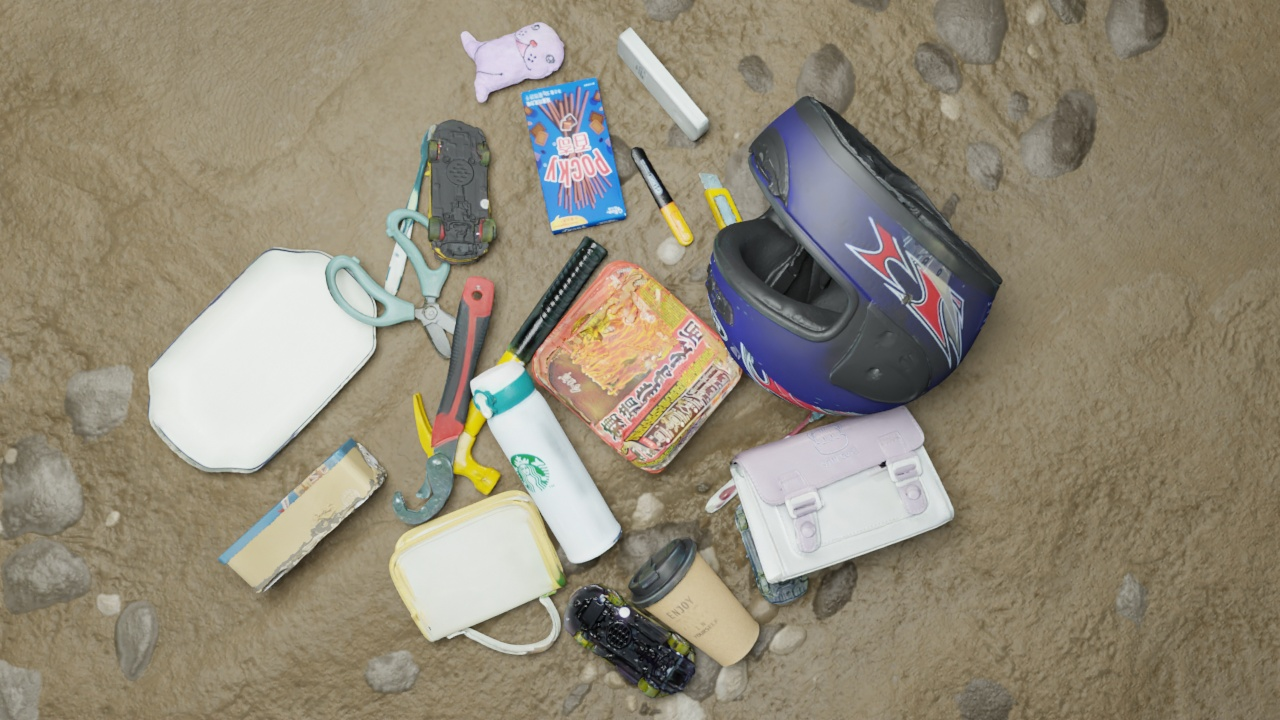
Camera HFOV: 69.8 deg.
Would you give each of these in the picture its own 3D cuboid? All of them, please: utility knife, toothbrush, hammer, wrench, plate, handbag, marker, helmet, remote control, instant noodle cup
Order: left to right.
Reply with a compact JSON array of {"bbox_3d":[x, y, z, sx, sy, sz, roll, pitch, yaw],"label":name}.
[{"bbox_3d":[-0.402,0.000,0.987,0.162,0.034,0.265,43,88,-3],"label":"plate"},{"bbox_3d":[-0.252,-0.160,1.006,0.016,0.018,0.191,15,92,-9],"label":"toothbrush"},{"bbox_3d":[-0.202,0.044,0.975,0.056,0.016,0.273,17,90,-4],"label":"wrench"},{"bbox_3d":[-0.164,0.244,0.992,0.163,0.063,0.179,-23,100,-3],"label":"handbag"},{"bbox_3d":[-0.135,-0.007,1.003,0.129,0.033,0.300,36,88,-4],"label":"hammer"},{"bbox_3d":[-0.006,0.006,0.987,0.189,0.079,0.164,42,88,-4],"label":"instant noodle cup"},{"bbox_3d":[0.023,-0.183,1.020,0.018,0.015,0.124,-30,90,-7],"label":"marker"},{"bbox_3d":[0.025,-0.299,1.000,0.019,0.056,0.135,-41,91,-3],"label":"remote control"},{"bbox_3d":[0.107,-0.133,1.024,0.033,0.015,0.173,-24,92,-6],"label":"utility knife"},{"bbox_3d":[0.145,0.107,1.026,0.187,0.017,0.016,-41,91,-3],"label":"toothbrush"},{"bbox_3d":[0.182,-0.077,0.900,0.315,0.247,0.241,31,116,-33],"label":"helmet"},{"bbox_3d":[0.210,0.138,0.977,0.197,0.098,0.145,-18,72,-9],"label":"handbag"}]

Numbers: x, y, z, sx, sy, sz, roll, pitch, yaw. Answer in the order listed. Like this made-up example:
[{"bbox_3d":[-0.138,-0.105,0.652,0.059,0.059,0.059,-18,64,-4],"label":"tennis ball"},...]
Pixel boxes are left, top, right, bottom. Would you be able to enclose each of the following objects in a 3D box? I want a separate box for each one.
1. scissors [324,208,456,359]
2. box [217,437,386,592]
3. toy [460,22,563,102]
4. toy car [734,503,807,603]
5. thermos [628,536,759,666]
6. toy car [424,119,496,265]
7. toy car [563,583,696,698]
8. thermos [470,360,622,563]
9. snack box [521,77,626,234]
[{"bbox_3d":[-0.260,-0.067,0.982,0.169,0.019,0.177,-24,100,-25],"label":"scissors"},{"bbox_3d":[-0.355,0.165,0.963,0.184,0.090,0.062,-41,98,-4],"label":"box"},{"bbox_3d":[-0.136,-0.332,0.999,0.108,0.039,0.084,-18,82,-2],"label":"toy"},{"bbox_3d":[0.144,0.209,1.018,0.054,0.037,0.120,-18,81,-7],"label":"toy car"},{"bbox_3d":[0.058,0.260,0.990,0.093,0.093,0.143,-45,100,-2],"label":"thermos"},{"bbox_3d":[-0.195,-0.182,0.991,0.071,0.041,0.155,-1,83,-18],"label":"toy car"},{"bbox_3d":[-0.011,0.305,1.005,0.158,0.042,0.070,36,88,3],"label":"toy car"},{"bbox_3d":[-0.102,0.105,0.964,0.073,0.073,0.224,-30,103,-3],"label":"thermos"},{"bbox_3d":[-0.073,-0.224,1.009,0.084,0.026,0.157,-13,91,-4],"label":"snack box"}]
